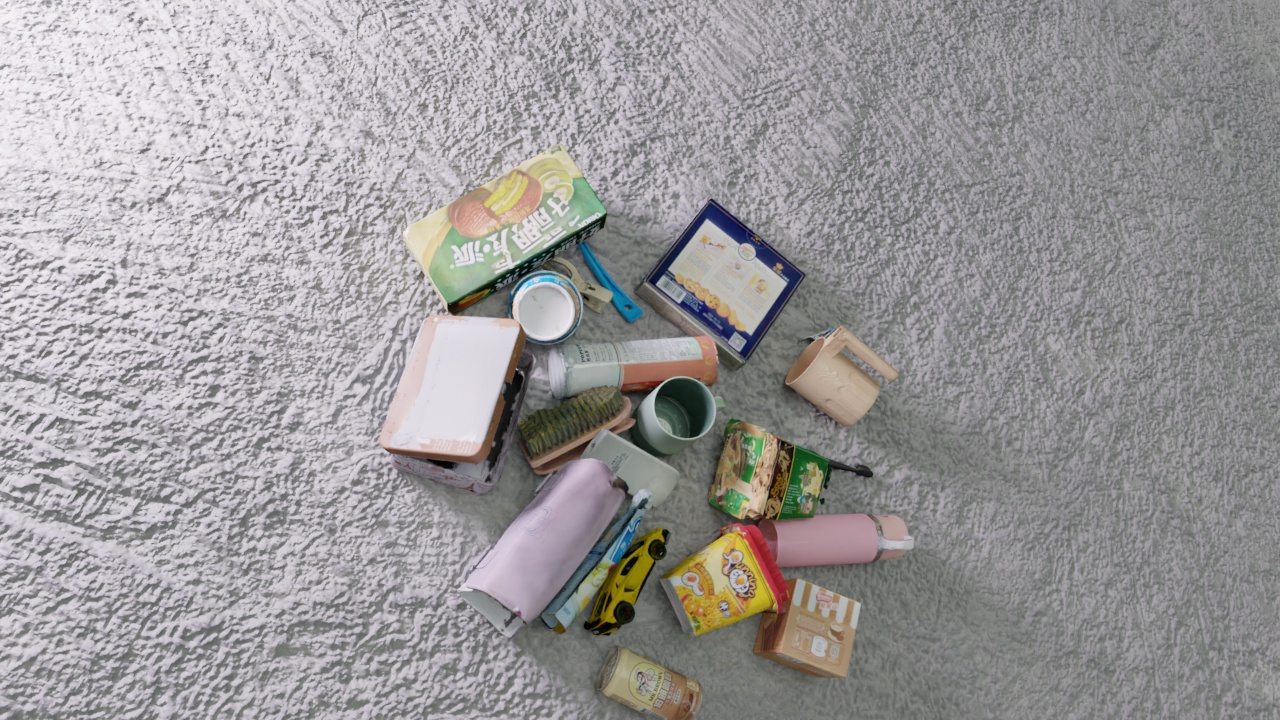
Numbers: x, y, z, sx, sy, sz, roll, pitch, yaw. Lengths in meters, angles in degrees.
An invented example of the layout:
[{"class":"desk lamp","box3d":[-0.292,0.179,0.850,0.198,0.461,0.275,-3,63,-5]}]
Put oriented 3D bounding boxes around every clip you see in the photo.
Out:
[{"class":"clip","box3d":[-0.091,-0.097,1.229,0.103,0.076,0.034,32,63,-17]},{"class":"clip","box3d":[0.255,-0.032,1.325,0.056,0.024,0.027,-28,79,-19]}]

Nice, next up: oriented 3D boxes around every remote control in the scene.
[{"class":"remote control","box3d":[-0.012,0.135,1.136,0.135,0.019,0.056,32,96,-33]}]

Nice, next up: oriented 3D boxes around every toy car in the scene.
[{"class":"toy car","box3d":[-0.015,0.262,1.101,0.041,0.071,0.155,37,62,-8]}]

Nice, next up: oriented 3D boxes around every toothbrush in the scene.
[{"class":"toothbrush","box3d":[0.224,0.131,1.255,0.212,0.026,0.027,14,28,-15]}]

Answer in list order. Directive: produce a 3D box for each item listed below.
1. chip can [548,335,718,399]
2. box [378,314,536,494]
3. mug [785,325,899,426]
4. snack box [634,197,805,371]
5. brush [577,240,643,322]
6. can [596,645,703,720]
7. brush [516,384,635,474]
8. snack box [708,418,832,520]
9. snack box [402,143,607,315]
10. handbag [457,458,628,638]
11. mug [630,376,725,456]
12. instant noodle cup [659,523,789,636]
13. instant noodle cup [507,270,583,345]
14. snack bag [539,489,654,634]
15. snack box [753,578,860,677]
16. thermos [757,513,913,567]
[{"class":"chip can","box3d":[-0.007,0.007,1.192,0.214,0.071,0.071,-5,73,-21]},{"class":"box","box3d":[-0.207,0.040,1.063,0.148,0.158,0.181,20,67,-13]},{"class":"mug","box3d":[0.277,0.020,1.260,0.103,0.125,0.084,38,43,-6]},{"class":"snack box","box3d":[0.115,-0.108,1.290,0.178,0.046,0.182,39,64,-3]},{"class":"brush","box3d":[-0.080,-0.159,1.248,0.083,0.046,0.254,-36,89,-30]},{"class":"can","box3d":[0.012,0.383,1.073,0.116,0.059,0.058,28,65,-8]},{"class":"brush","box3d":[-0.077,0.084,1.132,0.145,0.063,0.073,-26,121,-10]},{"class":"snack box","box3d":[0.169,0.149,1.179,0.105,0.118,0.118,15,91,-29]},{"class":"snack box","box3d":[-0.171,-0.168,1.174,0.239,0.063,0.114,-31,83,-12]},{"class":"handbag","box3d":[-0.109,0.209,1.046,0.098,0.145,0.196,43,63,-4]},{"class":"mug","box3d":[0.050,0.071,1.169,0.111,0.107,0.082,-14,76,-23]},{"class":"instant noodle cup","box3d":[0.098,0.273,1.120,0.123,0.116,0.116,-24,81,-13]},{"class":"instant noodle cup","box3d":[-0.118,-0.062,1.140,0.099,0.110,0.099,-1,97,-6]},{"class":"snack bag","box3d":[-0.045,0.233,1.079,0.039,0.110,0.190,33,65,15]},{"class":"snack box","box3d":[0.208,0.335,1.148,0.092,0.077,0.094,23,66,-10]},{"class":"thermos","box3d":[0.258,0.236,1.196,0.198,0.087,0.067,2,91,-17]}]
